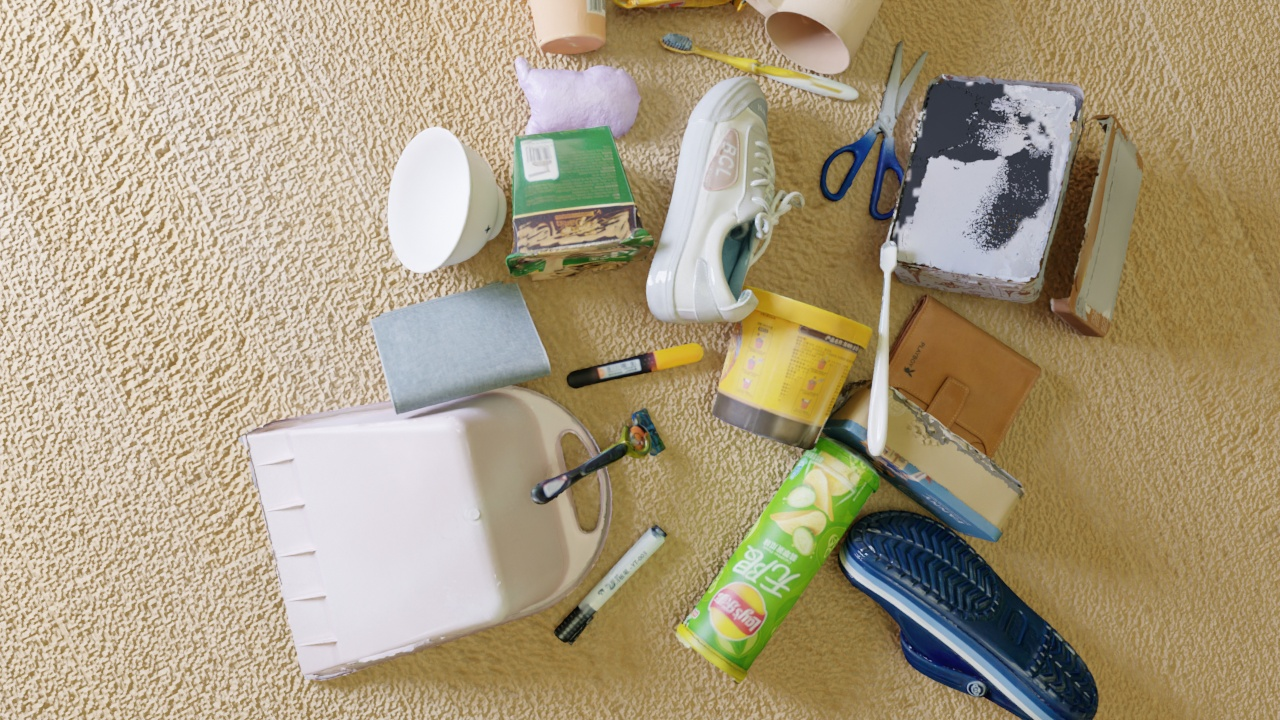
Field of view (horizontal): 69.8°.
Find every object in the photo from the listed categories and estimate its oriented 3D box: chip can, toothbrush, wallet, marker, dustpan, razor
[{"bbox_3d":[0.122,0.168,0.799,0.072,0.072,0.221,37,85,-6],"label":"chip can"},{"bbox_3d":[0.110,-0.266,0.831,0.191,0.018,0.016,14,91,-7],"label":"toothbrush"},{"bbox_3d":[0.290,0.017,0.846,0.132,0.031,0.107,33,84,-5],"label":"wallet"},{"bbox_3d":[-0.152,-0.013,0.767,0.129,0.037,0.106,-15,55,-14],"label":"wallet"},{"bbox_3d":[-0.025,0.197,0.807,0.130,0.018,0.022,-45,103,-5],"label":"marker"},{"bbox_3d":[0.202,-0.010,0.764,0.016,0.016,0.180,2,83,25],"label":"toothbrush"},{"bbox_3d":[-0.005,0.005,0.815,0.124,0.015,0.018,-13,89,-5],"label":"marker"},{"bbox_3d":[-0.173,0.138,0.793,0.274,0.138,0.222,-10,92,20],"label":"dustpan"},{"bbox_3d":[-0.034,0.084,0.773,0.142,0.022,0.042,-26,90,-37],"label":"razor"}]

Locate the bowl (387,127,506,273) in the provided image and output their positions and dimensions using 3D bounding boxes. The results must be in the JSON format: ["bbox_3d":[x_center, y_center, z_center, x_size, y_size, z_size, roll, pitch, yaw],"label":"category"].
[{"bbox_3d":[-0.152,-0.128,0.765,0.064,0.118,0.118,4,88,-46],"label":"bowl"}]

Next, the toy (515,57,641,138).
[{"bbox_3d":[-0.052,-0.222,0.800,0.108,0.039,0.084,-6,104,-12],"label":"toy"}]

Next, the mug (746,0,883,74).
[{"bbox_3d":[0.155,-0.331,0.802,0.124,0.084,0.103,33,83,-18],"label":"mug"}]

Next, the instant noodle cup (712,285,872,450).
[{"bbox_3d":[0.123,0.008,0.784,0.118,0.118,0.114,18,94,-7],"label":"instant noodle cup"}]

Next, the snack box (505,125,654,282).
[{"bbox_3d":[-0.059,-0.131,0.760,0.118,0.117,0.105,-9,86,-6],"label":"snack box"}]

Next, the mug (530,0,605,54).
[{"bbox_3d":[-0.064,-0.331,0.784,0.078,0.078,0.123,-7,95,-8],"label":"mug"}]

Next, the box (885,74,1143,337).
[{"bbox_3d":[0.334,-0.137,0.835,0.226,0.157,0.180,16,87,-49],"label":"box"}]

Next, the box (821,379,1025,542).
[{"bbox_3d":[0.251,0.090,0.808,0.184,0.090,0.059,38,83,0],"label":"box"}]

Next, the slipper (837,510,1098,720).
[{"bbox_3d":[0.280,0.234,0.813,0.253,0.104,0.095,38,126,8],"label":"slipper"}]

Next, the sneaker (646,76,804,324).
[{"bbox_3d":[0.082,-0.138,0.756,0.091,0.089,0.241,6,65,27],"label":"sneaker"}]

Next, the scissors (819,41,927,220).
[{"bbox_3d":[0.216,-0.215,0.849,0.140,0.012,0.171,-10,89,-8],"label":"scissors"}]

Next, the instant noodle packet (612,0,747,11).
[{"bbox_3d":[0.031,-0.359,0.810,0.128,0.044,0.110,-6,83,-11],"label":"instant noodle packet"}]
